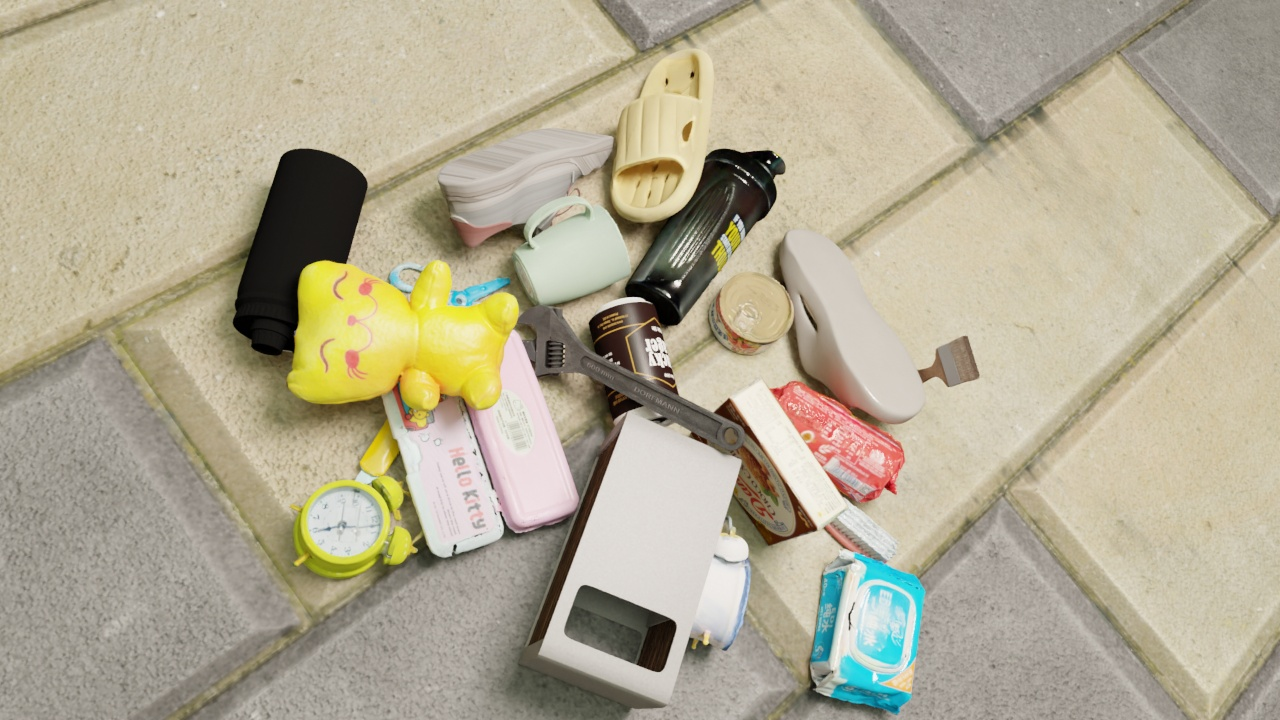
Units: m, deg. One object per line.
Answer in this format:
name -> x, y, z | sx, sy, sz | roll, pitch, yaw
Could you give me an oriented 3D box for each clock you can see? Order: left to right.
clock -> -0.251, 0.147, 0.819 | 0.119, 0.057, 0.083 | -6, 69, -26
clock -> 0.073, 0.210, 0.869 | 0.052, 0.089, 0.125 | 15, 67, -3

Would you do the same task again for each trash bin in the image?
trash bin -> -0.009, 0.183, 0.840 | 0.114, 0.115, 0.228 | 23, 65, -6

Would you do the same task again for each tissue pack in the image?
tissue pack -> 0.224, 0.264, 0.904 | 0.093, 0.062, 0.144 | 19, 65, -8

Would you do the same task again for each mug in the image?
mug -> -0.077, -0.115, 0.942 | 0.104, 0.111, 0.084 | -25, 45, -13

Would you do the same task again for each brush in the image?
brush -> 0.197, 0.152, 0.959 | 0.172, 0.030, 0.040 | 39, 64, 2
brush -> 0.311, 0.012, 0.982 | 0.008, 0.143, 0.045 | -11, 81, -18

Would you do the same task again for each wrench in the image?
wrench -> -0.018, 0.018, 0.886 | 0.273, 0.018, 0.073 | 26, 102, 26

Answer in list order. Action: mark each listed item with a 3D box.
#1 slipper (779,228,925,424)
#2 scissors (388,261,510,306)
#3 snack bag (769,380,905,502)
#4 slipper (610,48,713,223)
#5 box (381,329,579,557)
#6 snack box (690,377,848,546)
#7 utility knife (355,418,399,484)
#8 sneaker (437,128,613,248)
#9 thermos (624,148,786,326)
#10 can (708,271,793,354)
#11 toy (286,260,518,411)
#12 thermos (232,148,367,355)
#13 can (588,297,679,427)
slipper -> 0.215, -0.029, 1.018 | 0.112, 0.081, 0.265 | 2, 52, -37
scissors -> -0.191, -0.049, 0.938 | 0.140, 0.013, 0.117 | 12, 66, -13
snack bag -> 0.194, 0.081, 0.956 | 0.176, 0.082, 0.082 | 33, 64, -3
slipper -> 0.017, -0.269, 1.024 | 0.079, 0.111, 0.260 | 47, 46, -43
box -> -0.155, 0.073, 0.872 | 0.152, 0.037, 0.201 | -13, 73, -31
snack box -> 0.121, 0.103, 0.891 | 0.041, 0.147, 0.143 | -31, 81, -18
utility knife -> -0.227, 0.051, 0.883 | 0.030, 0.017, 0.158 | 26, 61, 1
sneaker -> -0.115, -0.182, 0.979 | 0.099, 0.090, 0.235 | 22, 36, 33
thermos -> 0.069, -0.143, 1.007 | 0.098, 0.098, 0.220 | 35, 69, -1
can -> 0.121, -0.052, 1.009 | 0.086, 0.043, 0.086 | 5, 68, -14
toy -> -0.211, -0.021, 0.828 | 0.193, 0.087, 0.134 | 5, 83, -9
thermos -> -0.326, -0.094, 0.874 | 0.086, 0.086, 0.198 | 12, 67, -11
can -> -0.006, 0.005, 0.934 | 0.071, 0.072, 0.128 | -9, 72, -19
